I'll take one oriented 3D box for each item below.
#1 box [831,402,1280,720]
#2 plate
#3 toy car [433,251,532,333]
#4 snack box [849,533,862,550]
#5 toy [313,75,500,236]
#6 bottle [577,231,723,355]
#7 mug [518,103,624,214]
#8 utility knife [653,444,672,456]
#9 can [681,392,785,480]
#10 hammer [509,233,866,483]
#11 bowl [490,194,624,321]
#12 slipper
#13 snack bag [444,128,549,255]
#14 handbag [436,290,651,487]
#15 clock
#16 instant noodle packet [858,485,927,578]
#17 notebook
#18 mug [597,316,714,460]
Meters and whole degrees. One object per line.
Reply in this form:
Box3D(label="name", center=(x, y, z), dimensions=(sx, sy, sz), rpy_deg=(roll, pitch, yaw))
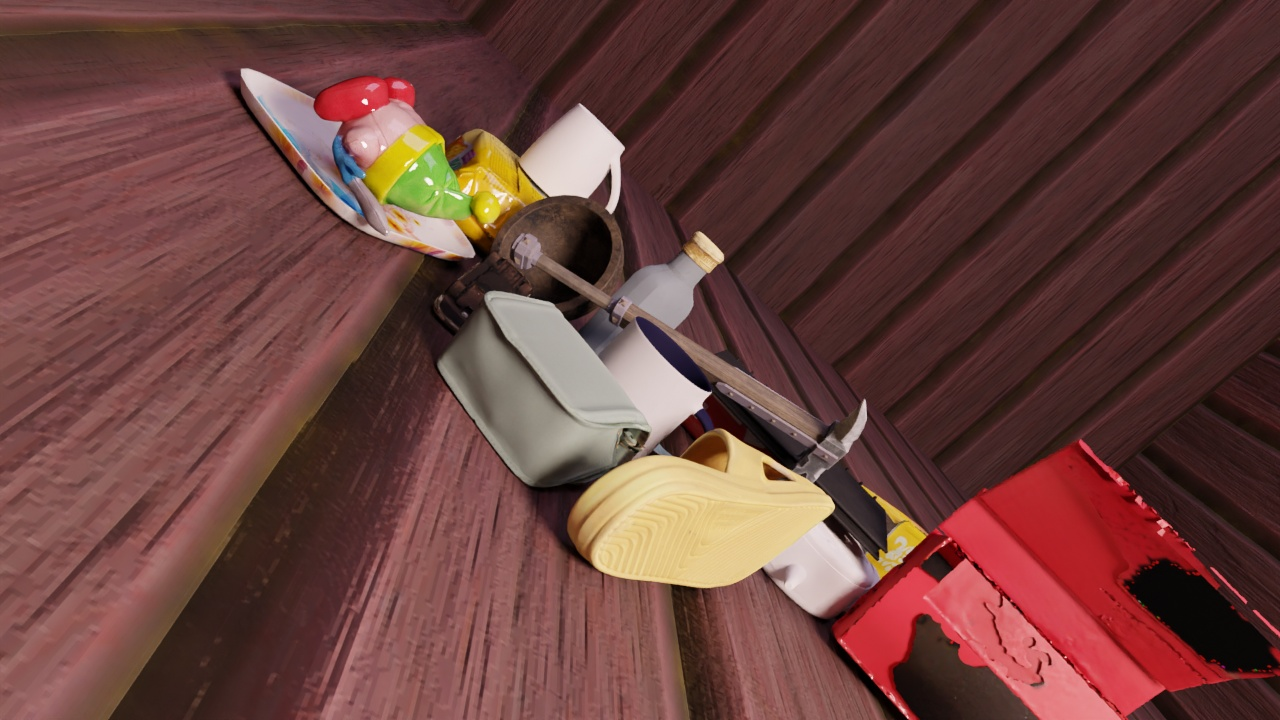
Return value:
Box3D(label="box", center=(0.331, 0.201, 0.723), dimensions=(0.211, 0.316, 0.123), rpy_deg=(48, 24, 11))
Box3D(label="plate", center=(-0.228, -0.151, 0.744), dimensions=(0.187, 0.016, 0.186), rpy_deg=(49, 13, 19))
Box3D(label="toy car", center=(-0.122, -0.046, 0.705), dimensions=(0.048, 0.041, 0.112), rpy_deg=(44, 30, -6))
Box3D(label="snack box", center=(0.196, 0.153, 1.003), dimensions=(0.150, 0.026, 0.082), rpy_deg=(57, 2, -40))
Box3D(label="toy", center=(-0.173, -0.149, 0.682), dimensions=(0.124, 0.097, 0.131), rpy_deg=(-47, 116, -75))
Box3D(label="bottle", center=(0.007, -0.047, 0.827), dimensions=(0.072, 0.161, 0.046), rpy_deg=(26, 23, -55))
Box3D(label="mug", center=(-0.060, -0.206, 0.975), dimensions=(0.114, 0.088, 0.081), rpy_deg=(47, 12, 10))
Box3D(label="utility knife", center=(-0.023, 0.041, 0.784), dimensions=(0.209, 0.015, 0.031), rpy_deg=(41, 14, 0))
Box3D(label="can", center=(0.093, 0.072, 0.936), dimensions=(0.170, 0.067, 0.067), rpy_deg=(48, 13, 14))
Box3D(label="hammer", center=(0.030, -0.013, 0.734), dimensions=(0.317, 0.028, 0.147), rpy_deg=(32, -28, 4))
Box3D(label="bowl", center=(-0.070, -0.083, 0.828), dimensions=(0.121, 0.121, 0.056), rpy_deg=(51, -6, 27))
Box3D(label="slipper", center=(0.038, 0.097, 0.620), dimensions=(0.263, 0.100, 0.078), rpy_deg=(19, 26, -54))
Box3D(label="snack bag", center=(-0.135, -0.160, 0.954), dimensions=(0.159, 0.068, 0.247), rpy_deg=(41, 13, -23))
Box3D(label="handbag", center=(-0.062, 0.021, 0.604), dimensions=(0.122, 0.067, 0.106), rpy_deg=(49, 22, 20))
Box3D(label="clock", center=(0.156, 0.163, 0.829), dimensions=(0.160, 0.073, 0.125), rpy_deg=(31, 19, -48))
Box3D(label="instant noodle packet", center=(0.283, 0.197, 1.152), dimensions=(0.163, 0.084, 0.221), rpy_deg=(36, 9, -33))
Box3D(label="notebook", center=(0.148, 0.080, 0.878), dimensions=(0.231, 0.019, 0.169), rpy_deg=(46, 13, 7))
Box3D(label="mug", center=(0.003, 0.040, 0.679), dimensions=(0.112, 0.097, 0.078), rpy_deg=(47, 13, 11))
